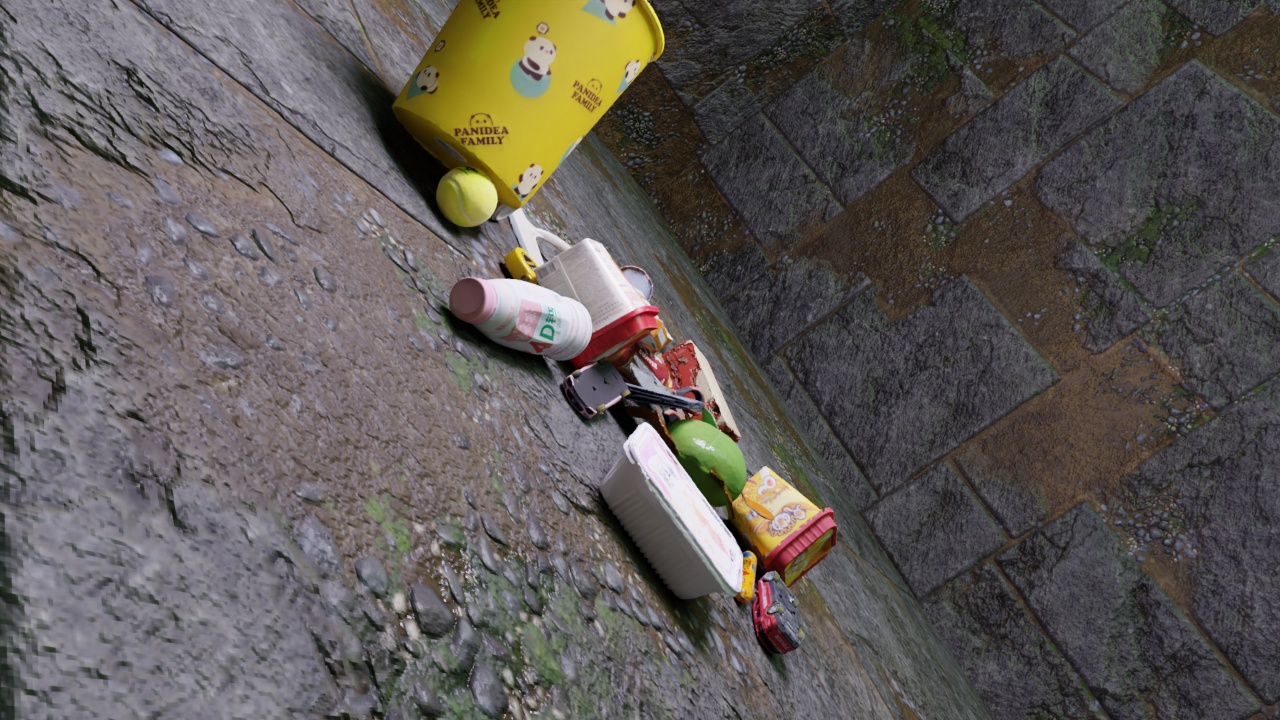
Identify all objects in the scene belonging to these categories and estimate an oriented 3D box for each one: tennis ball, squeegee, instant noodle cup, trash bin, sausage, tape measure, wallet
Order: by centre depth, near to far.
[{"bbox_3d":[0.026,0.153,0.892,0.173,0.060,0.138,52,10,0],"label":"instant noodle cup"},{"bbox_3d":[-0.189,-0.179,1.002,0.065,0.065,0.065,51,11,-14],"label":"tennis ball"},{"bbox_3d":[-0.138,-0.333,1.065,0.229,0.255,0.230,35,-6,4],"label":"trash bin"},{"bbox_3d":[-0.055,-0.068,1.067,0.124,0.117,0.116,61,11,4],"label":"instant noodle cup"},{"bbox_3d":[-0.139,-0.104,1.088,0.057,0.029,0.060,55,10,2],"label":"tape measure"},{"bbox_3d":[0.127,0.258,1.101,0.021,0.021,0.165,54,10,2],"label":"sausage"},{"bbox_3d":[0.013,0.043,1.116,0.121,0.019,0.097,12,1,15],"label":"wallet"},{"bbox_3d":[0.181,0.218,1.215,0.123,0.116,0.116,46,-14,30],"label":"instant noodle cup"},{"bbox_3d":[-0.100,-0.137,1.341,0.246,0.039,0.246,44,14,-44],"label":"squeegee"}]

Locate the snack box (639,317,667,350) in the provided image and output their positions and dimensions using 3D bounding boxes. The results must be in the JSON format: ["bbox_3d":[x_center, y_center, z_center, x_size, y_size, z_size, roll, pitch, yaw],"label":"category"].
[{"bbox_3d":[-0.038,-0.066,1.203,0.154,0.026,0.075,29,-9,13],"label":"snack box"}]

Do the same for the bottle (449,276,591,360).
[{"bbox_3d":[-0.116,-0.044,0.897,0.068,0.068,0.196,57,14,19],"label":"bottle"}]

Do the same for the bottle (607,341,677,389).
[{"bbox_3d":[-0.007,0.007,1.225,0.175,0.057,0.057,41,16,-49],"label":"bottle"}]

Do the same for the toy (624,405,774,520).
[{"bbox_3d":[0.073,0.122,1.121,0.227,0.090,0.246,42,5,9],"label":"toy"}]

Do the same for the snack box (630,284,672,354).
[{"bbox_3d":[-0.021,-0.051,1.300,0.092,0.077,0.094,57,12,21],"label":"snack box"}]

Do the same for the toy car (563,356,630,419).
[{"bbox_3d":[-0.051,0.032,1.017,0.056,0.037,0.122,54,23,4],"label":"toy car"}]

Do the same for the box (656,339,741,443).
[{"bbox_3d":[0.096,0.052,1.416,0.091,0.079,0.168,44,21,-54],"label":"box"}]

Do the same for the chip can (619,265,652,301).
[{"bbox_3d":[-0.015,-0.115,1.478,0.071,0.071,0.214,53,3,-4],"label":"chip can"}]

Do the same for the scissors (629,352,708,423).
[{"bbox_3d":[0.042,0.045,1.237,0.194,0.015,0.206,-34,123,-49],"label":"scissors"}]

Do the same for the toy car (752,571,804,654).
[{"bbox_3d":[0.155,0.289,1.054,0.053,0.045,0.120,54,15,-10],"label":"toy car"}]

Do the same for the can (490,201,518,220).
[{"bbox_3d":[-0.200,-0.242,1.182,0.116,0.058,0.058,53,10,1],"label":"can"}]
